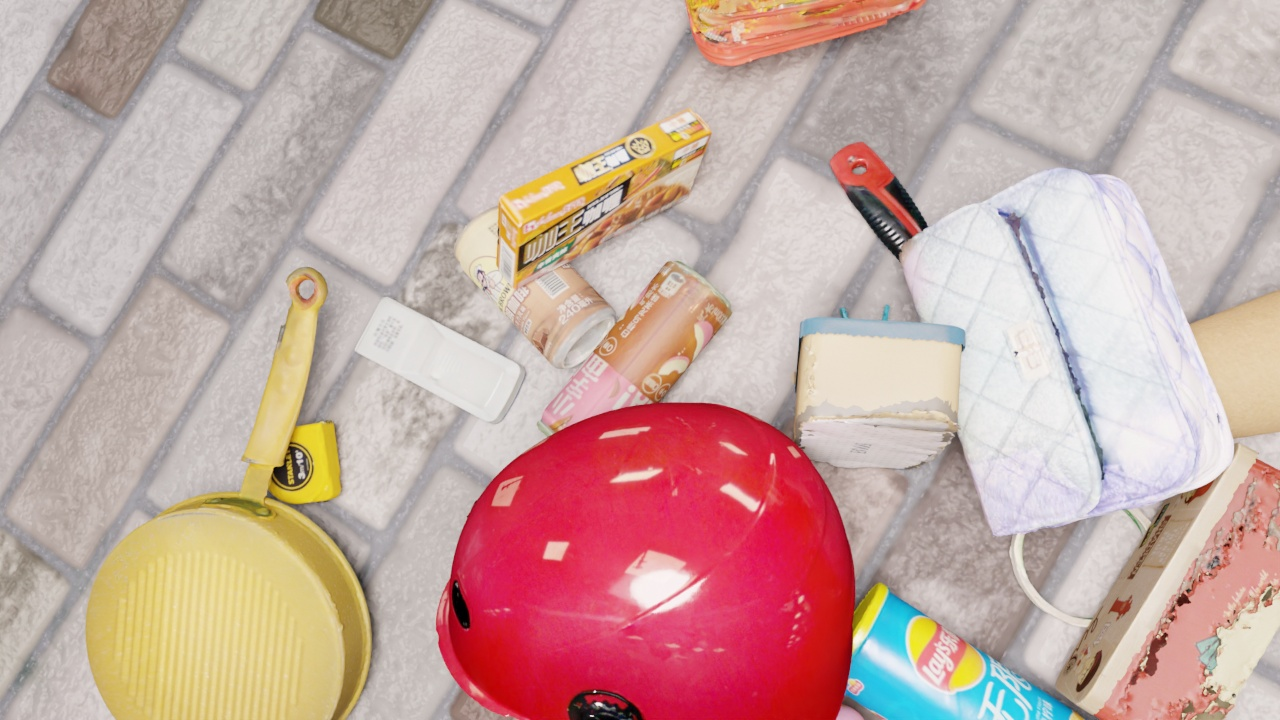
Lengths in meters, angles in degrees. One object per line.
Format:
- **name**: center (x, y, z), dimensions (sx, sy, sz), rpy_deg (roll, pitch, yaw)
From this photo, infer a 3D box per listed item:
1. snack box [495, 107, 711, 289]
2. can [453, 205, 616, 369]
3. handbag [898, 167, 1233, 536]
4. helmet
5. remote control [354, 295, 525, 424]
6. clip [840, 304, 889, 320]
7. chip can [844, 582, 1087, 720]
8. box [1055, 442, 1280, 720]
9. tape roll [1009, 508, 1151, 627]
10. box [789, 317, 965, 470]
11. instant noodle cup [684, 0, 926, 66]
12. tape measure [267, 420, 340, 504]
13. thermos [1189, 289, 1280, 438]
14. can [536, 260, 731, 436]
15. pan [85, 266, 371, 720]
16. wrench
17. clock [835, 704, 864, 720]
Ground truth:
- **snack box**: center (-0.025, -0.108, 0.607), dimensions (0.153, 0.075, 0.026), rpy_deg (-31, 72, -23)
- **can**: center (-0.074, -0.052, 0.647), dimensions (0.058, 0.058, 0.116), rpy_deg (-45, 75, 1)
- **handbag**: center (0.232, -0.006, 0.526), dimensions (0.135, 0.075, 0.193), rpy_deg (-33, 65, 49)
- **helmet**: center (0.005, 0.100, 0.508), dimensions (0.240, 0.206, 0.144), rpy_deg (5, 122, 0)
- **remote control**: center (-0.147, 0.000, 0.671), dimensions (0.125, 0.024, 0.049), rpy_deg (26, 86, 15)
- **clip**: center (0.153, -0.011, 0.618), dimensions (0.033, 0.013, 0.054), rpy_deg (-4, 80, 12)
- **chip can**: center (0.214, 0.219, 0.538), dimensions (0.210, 0.071, 0.071), rpy_deg (32, 88, 14)
- **box**: center (0.312, 0.138, 0.506), dimensions (0.076, 0.091, 0.168), rpy_deg (31, 88, 18)
- **tape roll**: center (0.277, 0.122, 0.571), dimensions (0.086, 0.014, 0.085), rpy_deg (-2, 80, 11)
- **box**: center (0.131, 0.024, 0.530), dimensions (0.090, 0.184, 0.059), rpy_deg (4, 75, 8)
- **instant noodle cup**: center (0.107, -0.295, 0.641), dimensions (0.165, 0.079, 0.188), rpy_deg (-11, 78, 9)
- **tape measure**: center (-0.247, 0.076, 0.674), dimensions (0.057, 0.029, 0.060), rpy_deg (-9, 87, 10)
- **thermos**: center (0.351, 0.009, 0.542), dimensions (0.143, 0.093, 0.093), rpy_deg (-18, 77, 16)
- **can**: center (-0.004, 0.004, 0.624), dimensions (0.058, 0.058, 0.147), rpy_deg (39, 90, 14)
- **pan**: center (-0.269, 0.112, 0.640), dimensions (0.198, 0.078, 0.357), rpy_deg (11, 98, 7)
- **wrench**: center (0.205, -0.034, 0.605), dimensions (0.056, 0.016, 0.273), rpy_deg (-27, 73, 3)
- **clock**: center (0.099, 0.273, 0.558), dimensions (0.117, 0.060, 0.158), rpy_deg (-24, 75, 6)
